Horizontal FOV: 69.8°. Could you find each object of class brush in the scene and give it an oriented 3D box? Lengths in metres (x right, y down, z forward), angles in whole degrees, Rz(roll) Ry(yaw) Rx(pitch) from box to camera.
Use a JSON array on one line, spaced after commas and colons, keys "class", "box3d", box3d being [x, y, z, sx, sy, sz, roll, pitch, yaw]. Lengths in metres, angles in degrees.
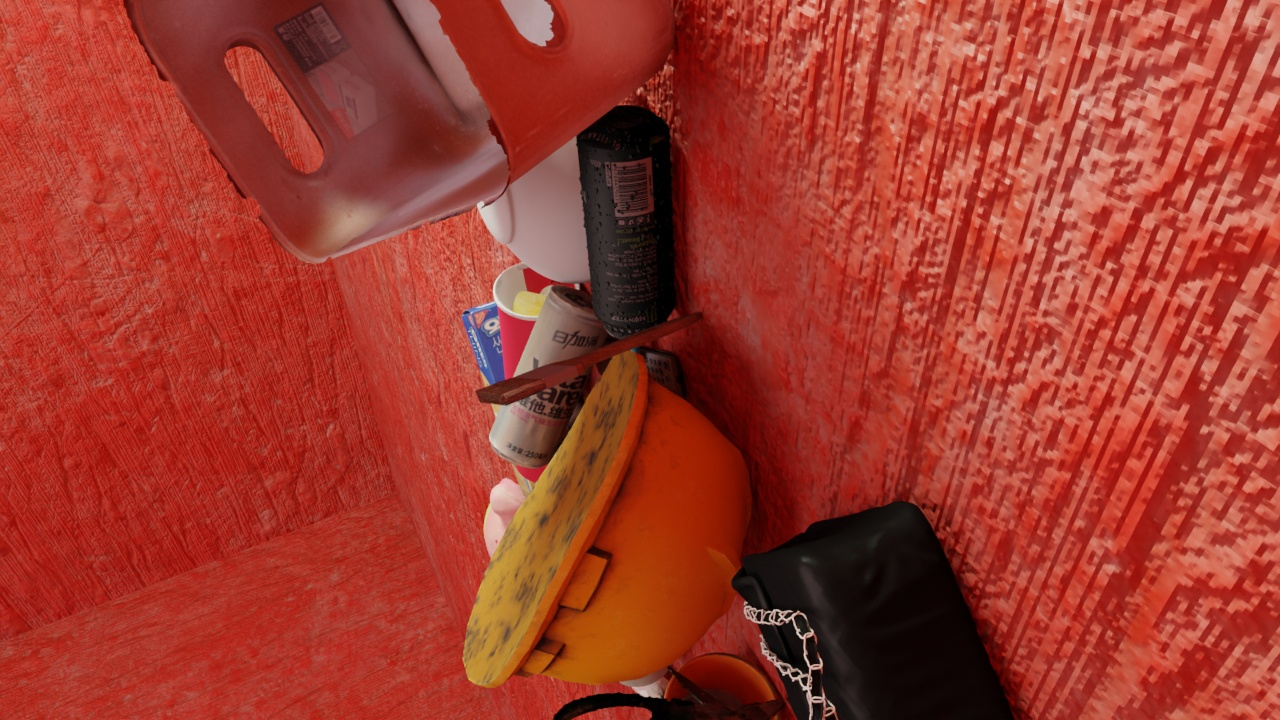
[{"class": "brush", "box3d": [-0.024, -0.003, 0.530, 0.045, 0.142, 0.008, -1, 109, 60]}]

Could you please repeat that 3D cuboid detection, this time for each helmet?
[{"class": "helmet", "box3d": [-0.006, 0.123, 0.585, 0.256, 0.131, 0.204, -54, 15, 45]}]

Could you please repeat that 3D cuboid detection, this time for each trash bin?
[{"class": "trash bin", "box3d": [-0.128, -0.179, 0.493, 0.260, 0.157, 0.181, -6, 121, 49]}]

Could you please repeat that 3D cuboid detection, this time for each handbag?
[{"class": "handbag", "box3d": [0.092, 0.158, 0.431, 0.153, 0.114, 0.125, 65, 162, 3]}]

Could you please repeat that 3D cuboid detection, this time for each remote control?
[{"class": "remote control", "box3d": [-0.004, 0.004, 0.670, 0.137, 0.013, 0.033, 18, 123, 64]}]

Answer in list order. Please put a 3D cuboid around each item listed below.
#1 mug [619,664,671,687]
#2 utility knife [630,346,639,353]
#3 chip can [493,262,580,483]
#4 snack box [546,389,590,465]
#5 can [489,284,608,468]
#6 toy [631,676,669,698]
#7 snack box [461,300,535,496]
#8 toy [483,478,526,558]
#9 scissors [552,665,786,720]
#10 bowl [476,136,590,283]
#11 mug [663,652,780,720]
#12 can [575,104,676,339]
[{"class": "mug", "box3d": [-0.010, 0.220, 0.809, 0.111, 0.084, 0.104, -91, -12, -47]}, {"class": "utility knife", "box3d": [-0.006, -0.011, 0.634, 0.022, 0.015, 0.177, -126, 31, -57]}, {"class": "chip can", "box3d": [-0.086, 0.018, 0.812, 0.069, 0.069, 0.221, 54, 154, 37]}, {"class": "snack box", "box3d": [-0.037, 0.084, 0.747, 0.121, 0.072, 0.072, 50, 152, 44]}, {"class": "can", "box3d": [-0.069, 0.014, 0.700, 0.054, 0.054, 0.136, 46, 117, 48]}, {"class": "toy", "box3d": [0.005, 0.298, 0.882, 0.122, 0.038, 0.079, 50, 159, 47]}, {"class": "snack box", "box3d": [-0.121, 0.039, 0.935, 0.057, 0.056, 0.207, 2, 112, 70]}, {"class": "toy", "box3d": [-0.107, 0.210, 1.014, 0.237, 0.096, 0.192, 15, 131, 57]}, {"class": "scissors", "box3d": [0.059, 0.232, 0.542, 0.204, 0.201, 0.015, 20, 97, 42]}, {"class": "bowl", "box3d": [-0.084, -0.135, 0.670, 0.176, 0.066, 0.177, 52, 153, 40]}, {"class": "mug", "box3d": [0.054, 0.274, 0.676, 0.082, 0.082, 0.105, 56, 156, 33]}, {"class": "can", "box3d": [-0.007, -0.079, 0.545, 0.054, 0.053, 0.138, 47, 150, 46]}]
